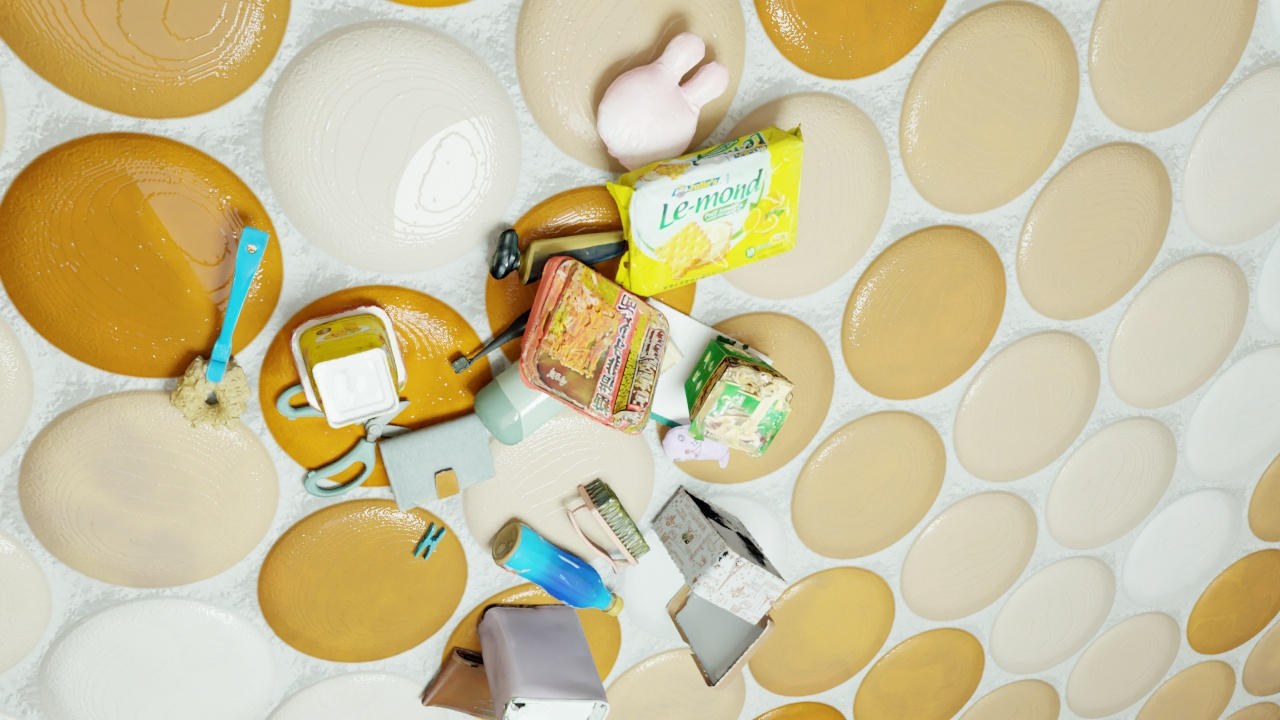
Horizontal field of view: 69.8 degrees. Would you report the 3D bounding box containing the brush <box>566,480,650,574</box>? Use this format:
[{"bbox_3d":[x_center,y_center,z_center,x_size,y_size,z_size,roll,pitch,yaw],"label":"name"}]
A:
[{"bbox_3d":[-0.043,0.237,1.268,0.073,0.063,0.146,-35,123,-5],"label":"brush"}]

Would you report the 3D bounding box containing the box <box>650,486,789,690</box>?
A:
[{"bbox_3d":[0.083,0.313,1.282,0.157,0.181,0.198,32,101,-31],"label":"box"}]

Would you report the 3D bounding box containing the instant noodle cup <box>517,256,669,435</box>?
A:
[{"bbox_3d":[-0.063,-0.013,1.064,0.188,0.079,0.164,30,63,-32],"label":"instant noodle cup"}]

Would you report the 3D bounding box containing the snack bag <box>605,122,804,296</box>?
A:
[{"bbox_3d":[0.079,-0.177,1.079,0.246,0.068,0.158,-19,135,-15],"label":"snack bag"}]

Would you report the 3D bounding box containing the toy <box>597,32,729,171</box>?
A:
[{"bbox_3d":[0.025,-0.286,1.031,0.160,0.054,0.121,-43,128,11],"label":"toy"}]

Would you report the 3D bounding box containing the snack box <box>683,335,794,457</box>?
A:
[{"bbox_3d":[0.119,0.041,1.184,0.118,0.105,0.118,20,112,-24],"label":"snack box"}]

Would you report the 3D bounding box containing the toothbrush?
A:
[{"bbox_3d":[-0.138,-0.047,1.113,0.212,0.026,0.027,-33,134,-1],"label":"toothbrush"}]

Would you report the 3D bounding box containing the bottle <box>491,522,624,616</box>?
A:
[{"bbox_3d":[-0.107,0.300,1.274,0.065,0.065,0.218,-47,120,7],"label":"bottle"}]

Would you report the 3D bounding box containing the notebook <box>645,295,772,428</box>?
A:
[{"bbox_3d":[0.056,0.019,1.222,0.209,0.012,0.150,25,107,-27],"label":"notebook"}]

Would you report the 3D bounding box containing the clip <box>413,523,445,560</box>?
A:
[{"bbox_3d":[-0.280,0.241,1.215,0.045,0.014,0.057,26,104,-30],"label":"clip"}]

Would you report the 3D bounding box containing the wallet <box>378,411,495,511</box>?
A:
[{"bbox_3d":[-0.250,0.129,1.147,0.129,0.037,0.107,-18,121,-18],"label":"wallet"}]

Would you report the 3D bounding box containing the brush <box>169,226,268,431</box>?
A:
[{"bbox_3d":[-0.448,-0.028,0.997,0.083,0.045,0.255,16,115,-22],"label":"brush"}]

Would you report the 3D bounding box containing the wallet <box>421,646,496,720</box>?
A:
[{"bbox_3d":[-0.242,0.475,1.337,0.124,0.032,0.101,25,107,-27],"label":"wallet"}]

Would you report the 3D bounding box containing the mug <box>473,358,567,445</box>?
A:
[{"bbox_3d":[-0.139,0.051,1.137,0.106,0.082,0.112,-39,153,2],"label":"mug"}]

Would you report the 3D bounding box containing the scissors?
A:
[{"bbox_3d":[-0.363,0.101,1.114,0.170,0.019,0.181,15,109,-26],"label":"scissors"}]

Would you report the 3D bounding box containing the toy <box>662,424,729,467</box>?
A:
[{"bbox_3d":[0.080,0.114,1.251,0.108,0.039,0.084,1,128,-18],"label":"toy"}]

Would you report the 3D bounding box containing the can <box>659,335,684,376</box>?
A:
[{"bbox_3d":[-0.007,0.007,1.154,0.116,0.058,0.058,-36,122,4],"label":"can"}]

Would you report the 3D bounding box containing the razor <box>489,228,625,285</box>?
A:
[{"bbox_3d":[-0.095,-0.130,1.076,0.167,0.062,0.067,-13,88,-19],"label":"razor"}]

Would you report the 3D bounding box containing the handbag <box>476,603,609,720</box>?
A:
[{"bbox_3d":[-0.140,0.424,1.249,0.145,0.197,0.098,19,107,-26],"label":"handbag"}]

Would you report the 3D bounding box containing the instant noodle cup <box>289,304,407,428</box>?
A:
[{"bbox_3d":[-0.318,0.011,1.012,0.116,0.123,0.116,-16,112,-16],"label":"instant noodle cup"}]
